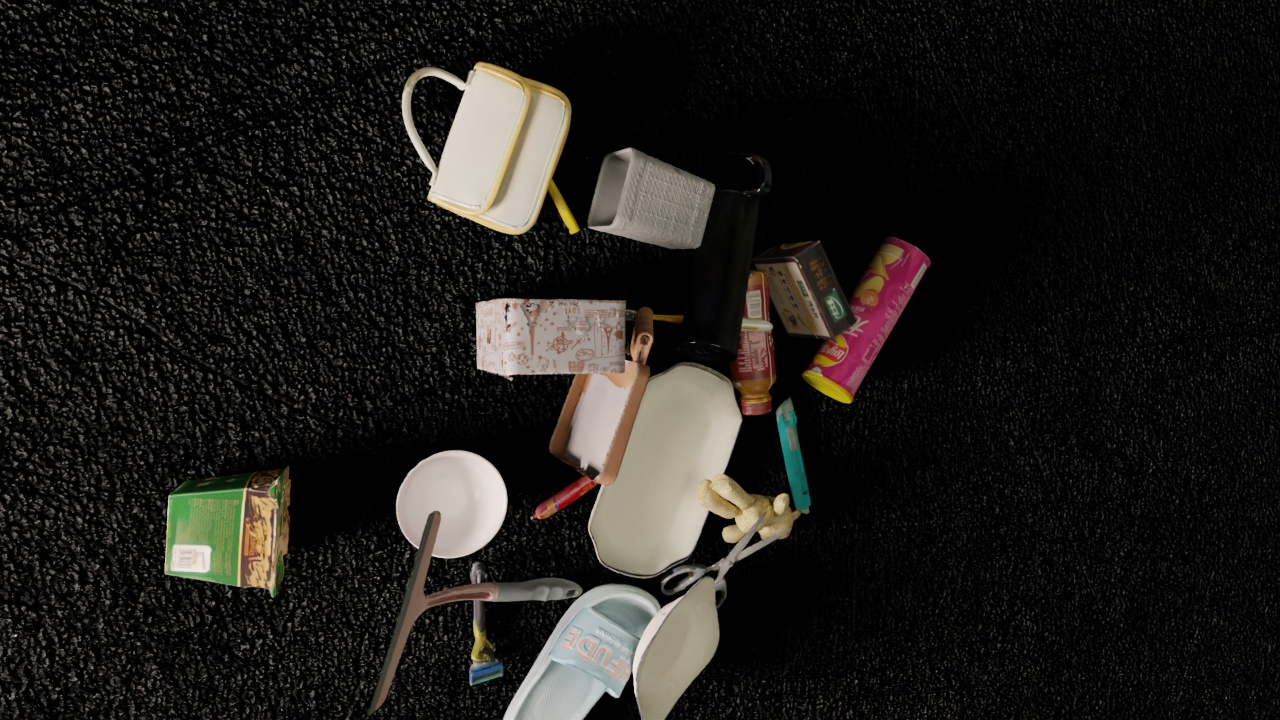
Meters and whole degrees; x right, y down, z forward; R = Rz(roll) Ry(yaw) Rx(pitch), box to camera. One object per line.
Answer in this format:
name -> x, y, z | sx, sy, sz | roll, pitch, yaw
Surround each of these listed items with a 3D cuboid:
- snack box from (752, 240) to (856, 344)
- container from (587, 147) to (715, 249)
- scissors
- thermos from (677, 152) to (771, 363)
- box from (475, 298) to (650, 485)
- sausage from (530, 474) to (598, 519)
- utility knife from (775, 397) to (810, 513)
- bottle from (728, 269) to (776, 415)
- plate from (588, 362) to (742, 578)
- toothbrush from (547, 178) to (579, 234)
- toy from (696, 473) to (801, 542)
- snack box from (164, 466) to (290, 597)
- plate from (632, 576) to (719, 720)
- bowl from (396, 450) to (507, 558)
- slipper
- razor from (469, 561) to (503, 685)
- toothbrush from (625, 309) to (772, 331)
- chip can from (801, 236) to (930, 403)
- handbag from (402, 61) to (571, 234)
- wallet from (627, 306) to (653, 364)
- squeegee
snack box -> 0.199, -0.082, 1.107 | 0.053, 0.126, 0.113 | -33, 105, -17
container -> 0.014, -0.179, 1.051 | 0.114, 0.090, 0.090 | 15, 91, -24
scissors -> 0.102, 0.253, 1.127 | 0.175, 0.014, 0.160 | -7, 126, -9
thermos -> 0.101, -0.123, 1.054 | 0.068, 0.090, 0.242 | 19, 73, -28
box -> -0.090, 0.031, 0.988 | 0.156, 0.183, 0.193 | 1, 92, -20
sausage -> -0.065, 0.145, 1.092 | 0.155, 0.020, 0.020 | -34, 106, -14
utility knife -> 0.200, 0.127, 1.190 | 0.029, 0.013, 0.157 | -16, 101, -17
bottle -> 0.135, -0.022, 1.127 | 0.057, 0.057, 0.175 | -8, 99, -19
plate -> 0.026, 0.129, 1.103 | 0.162, 0.034, 0.265 | 20, 90, -32
toothbrush -> -0.122, -0.226, 1.033 | 0.016, 0.016, 0.190 | -33, 106, -10
toy -> 0.133, 0.181, 1.132 | 0.105, 0.066, 0.157 | -42, 132, 21
snack box -> -0.412, 0.168, 0.917 | 0.105, 0.117, 0.118 | 2, 92, -16
plate -> 0.037, 0.348, 1.108 | 0.163, 0.034, 0.164 | -42, 138, -36
bowl -> -0.212, 0.152, 1.014 | 0.118, 0.065, 0.118 | -2, 95, -20
slipper -> -0.070, 0.370, 1.085 | 0.104, 0.074, 0.245 | 41, 82, -18
razor -> -0.186, 0.301, 1.062 | 0.042, 0.022, 0.143 | -8, 99, -36
toothbrush -> 0.062, -0.047, 1.085 | 0.191, 0.018, 0.016 | 5, 106, 1
chip can -> 0.289, -0.052, 1.174 | 0.071, 0.071, 0.210 | 34, 83, -20
handbag -> -0.175, -0.235, 0.983 | 0.178, 0.063, 0.163 | 20, 94, -12
wallet -> -0.006, 0.006, 1.043 | 0.020, 0.101, 0.115 | 12, 110, -4
squeegee -> -0.169, 0.265, 1.030 | 0.249, 0.040, 0.248 | 5, 110, -43
